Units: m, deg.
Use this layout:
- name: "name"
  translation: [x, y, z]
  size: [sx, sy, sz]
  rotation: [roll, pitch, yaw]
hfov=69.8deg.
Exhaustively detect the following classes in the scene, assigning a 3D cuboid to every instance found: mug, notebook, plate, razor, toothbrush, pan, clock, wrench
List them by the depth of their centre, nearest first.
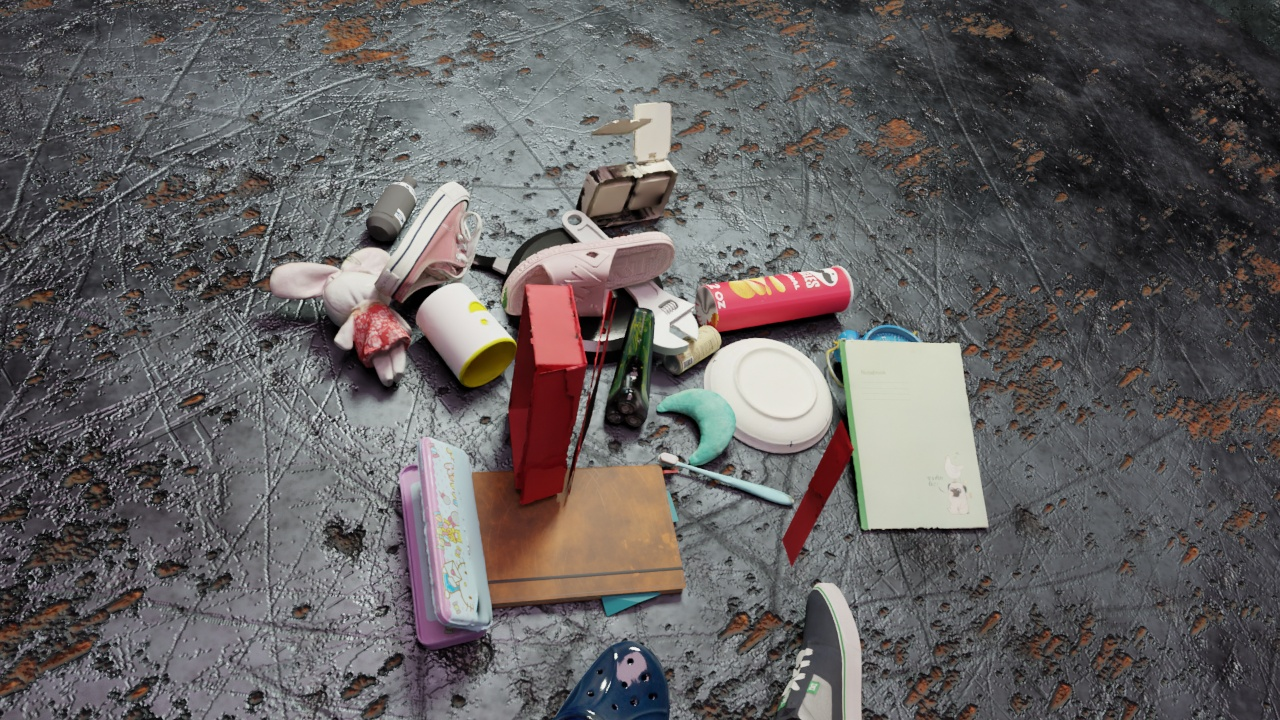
- name: "notebook"
  translation: [-0.065, 0.203, 1.051]
  size: [0.249, 0.014, 0.178]
  rotation: [-1, 55, -16]
- name: "toothbrush"
  translation: [0.107, 0.148, 1.136]
  size: [0.180, 0.017, 0.016]
  rotation: [19, 68, -6]
- name: "mug"
  translation: [-0.216, -0.031, 1.137]
  size: [0.082, 0.083, 0.106]
  rotation: [-29, 66, -31]
- name: "razor"
  translation: [-0.007, 0.007, 1.156]
  size: [0.054, 0.067, 0.151]
  rotation: [11, 87, -1]
- name: "notebook"
  translation: [0.356, 0.095, 1.204]
  size: [0.181, 0.010, 0.252]
  rotation: [2, 73, -14]
- name: "plate"
  translation: [0.176, 0.037, 1.228]
  size: [0.182, 0.034, 0.182]
  rotation: [7, 53, -10]
- name: "wrench"
  translation: [-0.024, -0.110, 1.243]
  size: [0.086, 0.018, 0.273]
  rotation: [-35, 67, -24]
- name: "pan"
  translation: [-0.137, -0.115, 1.252]
  size: [0.356, 0.034, 0.224]
  rotation: [18, 52, -3]
- name: "clock"
  translation: [0.329, 0.009, 1.273]
  size: [0.161, 0.060, 0.116]
  rotation: [-6, 61, -20]

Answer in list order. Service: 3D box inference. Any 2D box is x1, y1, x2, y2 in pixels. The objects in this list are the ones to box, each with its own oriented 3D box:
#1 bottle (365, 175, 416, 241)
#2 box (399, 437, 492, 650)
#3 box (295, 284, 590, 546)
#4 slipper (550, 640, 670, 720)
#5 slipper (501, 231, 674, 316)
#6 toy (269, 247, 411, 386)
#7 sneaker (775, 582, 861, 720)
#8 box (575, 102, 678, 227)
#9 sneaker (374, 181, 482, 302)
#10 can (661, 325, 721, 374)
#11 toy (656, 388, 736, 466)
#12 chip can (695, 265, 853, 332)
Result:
- name: "bottle"
  translation: [-0.336, -0.211, 1.257]
  size: [0.047, 0.047, 0.112]
  rotation: [19, 51, -2]
- name: "box"
  translation: [-0.206, 0.191, 0.978]
  size: [0.077, 0.096, 0.214]
  rotation: [3, 53, -28]
- name: "box"
  translation: [-0.205, 0.054, 0.982]
  size: [0.324, 0.214, 0.153]
  rotation: [-12, 49, -25]
- name: "slipper"
  translation: [-0.051, 0.380, 0.879]
  size: [0.105, 0.095, 0.252]
  rotation: [35, 57, 14]
- name: "slipper"
  translation: [-0.058, -0.102, 1.169]
  size: [0.239, 0.094, 0.064]
  rotation: [-17, 55, -19]
- name: "toy"
  translation: [-0.340, -0.058, 1.124]
  size: [0.158, 0.084, 0.194]
  rotation: [-25, 71, -38]
- name: "sneaker"
  translation: [0.183, 0.347, 0.975]
  size: [0.079, 0.084, 0.234]
  rotation: [10, 56, -8]
- name: "box"
  translation: [-0.016, -0.283, 1.307]
  size: [0.143, 0.192, 0.069]
  rotation: [-14, 59, -32]
- name: "sneaker"
  translation: [-0.253, -0.144, 1.168]
  size: [0.088, 0.119, 0.240]
  rotation: [33, 37, -13]
- name: "can"
  translation: [0.069, -0.015, 1.233]
  size: [0.079, 0.038, 0.038]
  rotation: [-31, 68, -32]
- name: "toy"
  translation: [0.078, 0.078, 1.172]
  size: [0.085, 0.033, 0.105]
  rotation: [-28, 61, -9]
- name: "chip can"
  translation: [0.190, -0.087, 1.300]
  size: [0.220, 0.069, 0.069]
  rotation: [-10, 58, -21]
